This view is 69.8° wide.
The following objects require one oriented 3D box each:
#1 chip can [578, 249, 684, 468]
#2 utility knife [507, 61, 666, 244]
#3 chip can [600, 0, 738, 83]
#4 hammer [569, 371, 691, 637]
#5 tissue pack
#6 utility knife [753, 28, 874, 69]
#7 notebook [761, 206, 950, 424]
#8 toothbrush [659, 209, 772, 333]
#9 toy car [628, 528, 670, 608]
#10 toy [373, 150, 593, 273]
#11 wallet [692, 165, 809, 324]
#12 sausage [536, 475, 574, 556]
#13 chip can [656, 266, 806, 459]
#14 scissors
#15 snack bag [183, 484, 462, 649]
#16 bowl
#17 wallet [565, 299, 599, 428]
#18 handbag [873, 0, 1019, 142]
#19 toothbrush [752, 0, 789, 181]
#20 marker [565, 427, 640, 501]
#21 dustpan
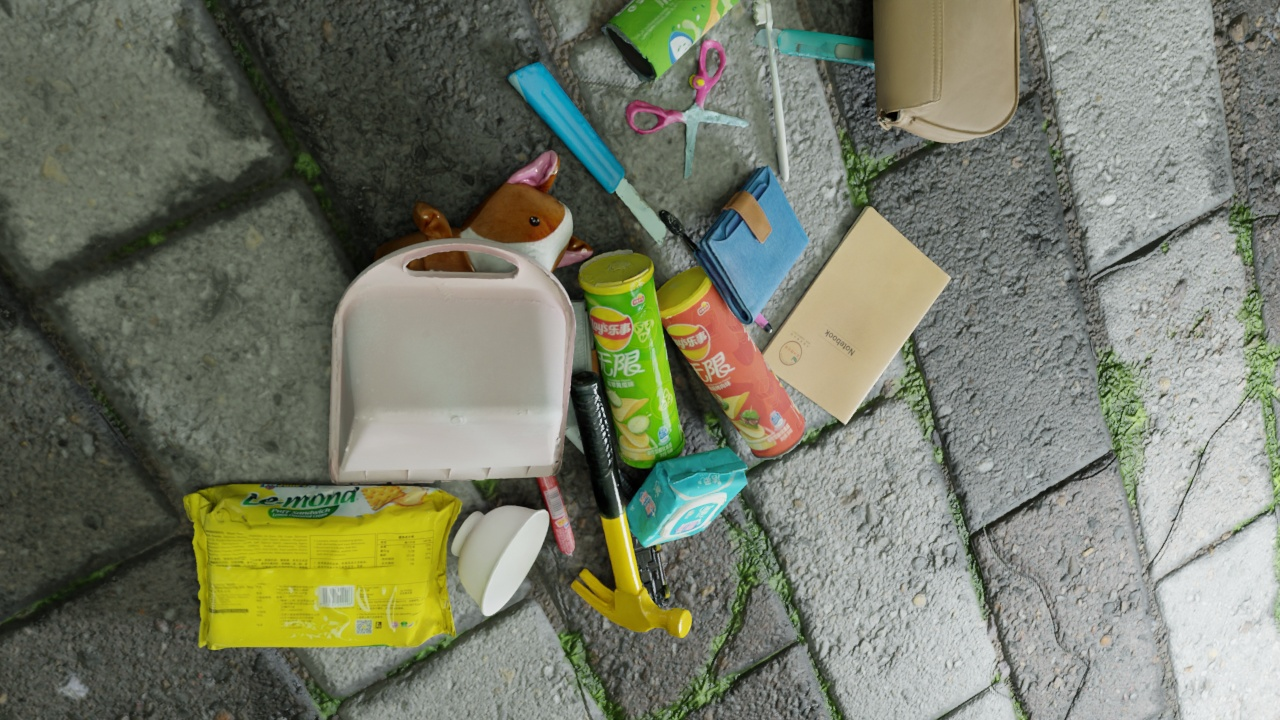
[{"bbox_3d":[-0.005,0.005,0.905,0.072,0.072,0.221,-19,122,-13],"label":"chip can"},{"bbox_3d":[-0.043,-0.193,0.875,0.034,0.018,0.218,-44,114,-4],"label":"utility knife"},{"bbox_3d":[0.071,-0.358,0.835,0.236,0.072,0.072,-44,115,-1],"label":"chip can"},{"bbox_3d":[-0.030,0.151,0.930,0.032,0.129,0.301,-43,130,-51],"label":"hammer"},{"bbox_3d":[0.047,0.142,0.957,0.093,0.050,0.134,-9,149,-28],"label":"tissue pack"},{"bbox_3d":[0.193,-0.313,0.923,0.176,0.013,0.029,1,107,-19],"label":"utility knife"},{"bbox_3d":[0.242,-0.047,1.027,0.147,0.008,0.208,34,93,-25],"label":"notebook"},{"bbox_3d":[0.083,-0.089,0.954,0.014,0.018,0.189,-46,116,1],"label":"toothbrush"},{"bbox_3d":[0.001,0.229,1.017,0.049,0.031,0.106,-16,109,-15],"label":"toy car"},{"bbox_3d":[-0.139,-0.091,0.822,0.199,0.130,0.140,-32,139,-18],"label":"toy"},{"bbox_3d":[0.114,-0.117,0.916,0.132,0.040,0.106,-52,121,-32],"label":"wallet"},{"bbox_3d":[-0.094,0.141,0.963,0.020,0.020,0.156,-19,111,-13],"label":"sausage"},{"bbox_3d":[0.094,0.006,0.958,0.073,0.073,0.216,-38,116,-5],"label":"chip can"},{"bbox_3d":[0.048,-0.244,0.895,0.133,0.017,0.133,-2,111,-22],"label":"scissors"},{"bbox_3d":[-0.297,0.201,0.870,0.246,0.068,0.158,2,105,-12],"label":"snack bag"},{"bbox_3d":[-0.150,0.189,0.926,0.065,0.118,0.118,26,98,13],"label":"bowl"},{"bbox_3d":[-0.094,0.004,0.911,0.106,0.037,0.130,-3,105,-9],"label":"wallet"},{"bbox_3d":[0.295,-0.319,0.906,0.147,0.100,0.204,-5,97,-18],"label":"handbag"},{"bbox_3d":[0.131,-0.265,0.910,0.016,0.016,0.180,-13,115,-2],"label":"toothbrush"},{"bbox_3d":[-0.042,0.103,0.971,0.022,0.018,0.131,-45,116,-11],"label":"marker"},{"bbox_3d":[-0.164,0.013,0.826,0.222,0.274,0.138,1,69,-18],"label":"dustpan"}]
